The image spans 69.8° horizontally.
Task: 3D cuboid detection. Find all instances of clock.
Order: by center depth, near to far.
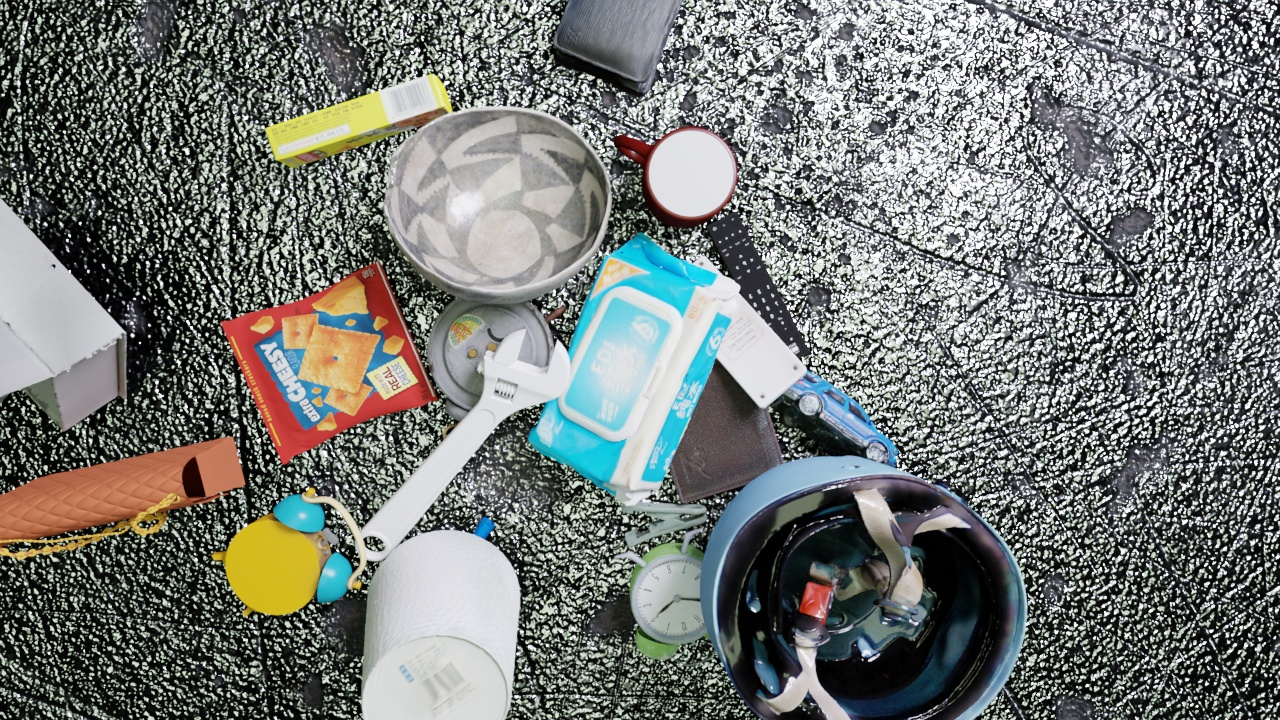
[{"bbox_3d":[-0.131,0.005,0.777,0.104,0.056,0.148,24,92,-3],"label":"clock"},{"bbox_3d":[-0.301,0.171,0.795,0.130,0.043,0.099,-25,95,8],"label":"clock"},{"bbox_3d":[0.034,0.210,0.803,0.094,0.042,0.119,-17,94,1],"label":"clock"}]

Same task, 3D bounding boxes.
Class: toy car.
[{"bbox_3d":[0.167,0.054,0.787,0.120,0.056,0.043,38,69,1],"label":"toy car"}]

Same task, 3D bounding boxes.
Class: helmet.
[{"bbox_3d":[0.171,0.183,0.741,0.265,0.167,0.225,28,96,-12],"label":"helmet"}]

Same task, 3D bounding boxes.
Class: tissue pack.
[{"bbox_3d":[-0.004,0.004,0.759,0.117,0.066,0.209,26,92,26],"label":"tissue pack"}]

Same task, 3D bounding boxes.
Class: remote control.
[{"bbox_3d":[0.078,-0.025,0.779,0.050,0.011,0.136,-41,74,2],"label":"remote control"},{"bbox_3d":[0.102,-0.061,0.799,0.030,0.009,0.140,-28,95,1],"label":"remote control"}]

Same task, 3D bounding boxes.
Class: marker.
[{"bbox_3d":[-0.173,0.200,0.814,0.013,0.013,0.142,34,93,-4],"label":"marker"}]

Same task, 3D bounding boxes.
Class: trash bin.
[{"bbox_3d":[-0.159,0.227,0.730,0.133,0.161,0.133,-2,101,-9],"label":"trash bin"}]

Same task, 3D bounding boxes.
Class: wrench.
[{"bbox_3d":[-0.156,0.078,0.765,0.066,0.018,0.274,38,110,-14],"label":"wrench"}]

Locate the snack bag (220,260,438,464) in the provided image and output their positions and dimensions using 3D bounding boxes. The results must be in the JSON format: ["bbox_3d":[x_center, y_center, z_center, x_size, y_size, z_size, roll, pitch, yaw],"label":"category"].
[{"bbox_3d":[-0.263,0.001,0.782,0.144,0.039,0.131,-22,95,1],"label":"snack bag"}]

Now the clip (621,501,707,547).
[{"bbox_3d":[0.022,0.139,0.808,0.076,0.023,0.057,-8,96,1],"label":"clip"}]

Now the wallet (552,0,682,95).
[{"bbox_3d":[-0.016,-0.293,0.770,0.089,0.026,0.115,21,94,-1],"label":"wallet"}]

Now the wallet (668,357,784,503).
[{"bbox_3d":[0.064,0.056,0.799,0.099,0.031,0.120,-16,95,4],"label":"wallet"}]

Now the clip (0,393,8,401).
[{"bbox_3d":[-0.604,0.007,0.771,0.124,0.073,0.143,37,83,-1],"label":"clip"}]

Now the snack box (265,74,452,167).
[{"bbox_3d":[-0.233,-0.199,0.766,0.148,0.040,0.029,-18,94,0],"label":"snack box"}]

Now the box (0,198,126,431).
[{"bbox_3d":[-0.490,-0.020,0.623,0.161,0.338,0.167,-41,94,12],"label":"box"}]

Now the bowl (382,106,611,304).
[{"bbox_3d":[-0.113,-0.114,0.747,0.178,0.081,0.178,1,65,-3],"label":"bowl"}]

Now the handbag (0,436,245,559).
[{"bbox_3d":[-0.433,0.117,0.753,0.172,0.109,0.060,-12,94,0],"label":"handbag"}]

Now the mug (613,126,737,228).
[{"bbox_3d":[0.024,-0.156,0.753,0.105,0.082,0.073,30,93,-3],"label":"mug"}]
